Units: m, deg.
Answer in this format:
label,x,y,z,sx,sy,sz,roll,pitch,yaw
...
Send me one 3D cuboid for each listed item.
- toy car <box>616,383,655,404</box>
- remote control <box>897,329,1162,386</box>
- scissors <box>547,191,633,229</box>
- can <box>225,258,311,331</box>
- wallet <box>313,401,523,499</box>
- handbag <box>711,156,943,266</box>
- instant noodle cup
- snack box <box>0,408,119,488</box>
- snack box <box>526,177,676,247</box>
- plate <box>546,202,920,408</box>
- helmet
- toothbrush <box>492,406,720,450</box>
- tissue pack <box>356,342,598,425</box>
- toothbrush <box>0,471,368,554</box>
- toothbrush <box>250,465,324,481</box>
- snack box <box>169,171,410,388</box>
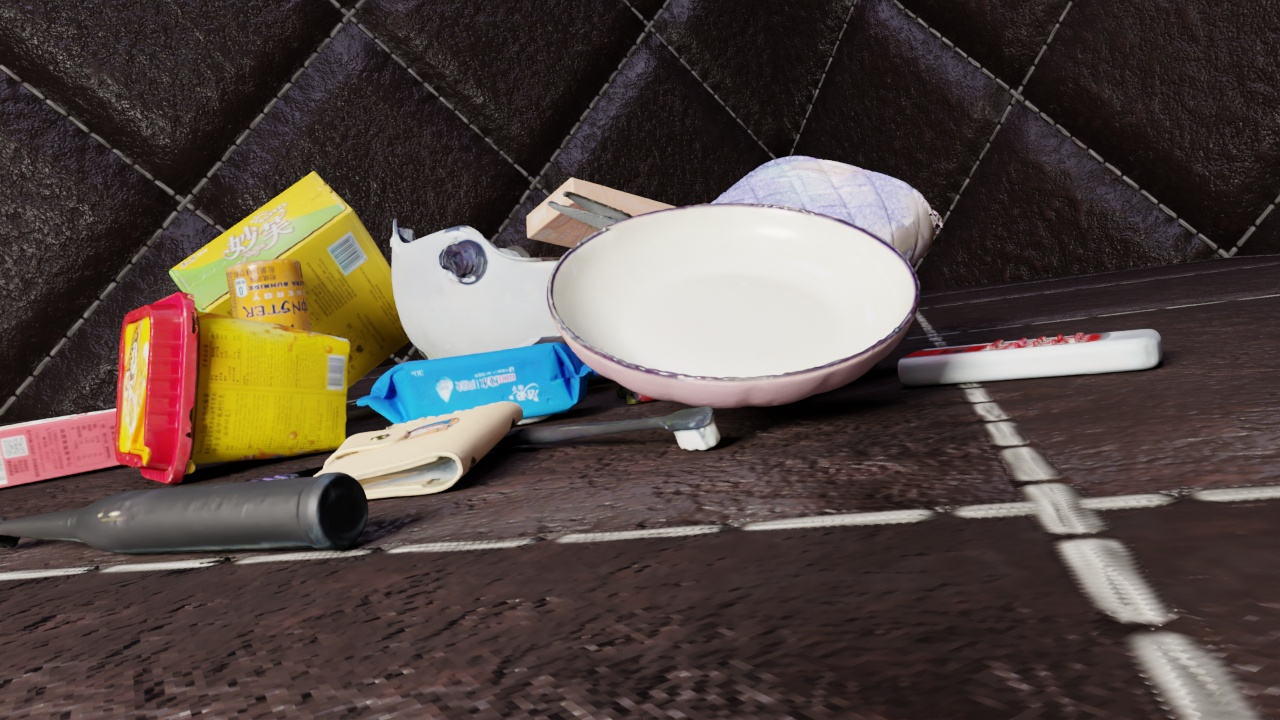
label,x,y,z,sx,sy,sz,roll,pitch,yaw
toy car,-0.004,0.004,0.689,0.031,0.049,0.106,-8,3,-10
remote control,0.218,-0.002,0.521,0.136,0.020,0.055,-6,3,32
scissors,0.027,-0.117,0.827,0.163,0.021,0.234,-13,-26,22
can,-0.298,-0.009,0.753,0.058,0.146,0.058,-8,4,0
wallet,-0.112,0.044,0.451,0.087,0.024,0.115,-13,9,8
handbag,0.096,-0.062,0.620,0.134,0.076,0.193,24,51,37
instant noodle cup,-0.265,0.020,0.602,0.123,0.116,0.116,4,-5,-39
snack box,-0.451,0.066,0.726,0.126,0.044,0.113,-11,4,-30
snack box,-0.019,-0.126,0.863,0.157,0.026,0.085,10,-21,-33
plate,0.047,-0.029,0.488,0.192,0.039,0.192,-2,33,1
helmet,-0.119,-0.042,0.877,0.259,0.146,0.228,12,4,29
toothbrush,-0.031,0.039,0.467,0.181,0.018,0.015,-7,23,44
tissue pack,-0.107,0.020,0.639,0.157,0.052,0.095,-8,1,2
toothbrush,-0.195,0.063,0.353,0.213,0.026,0.027,-8,-31,25
toothbrush,-0.180,0.059,0.463,0.014,0.017,0.188,-7,2,18
snack box,-0.317,-0.055,0.881,0.157,0.070,0.210,-40,-27,-14
